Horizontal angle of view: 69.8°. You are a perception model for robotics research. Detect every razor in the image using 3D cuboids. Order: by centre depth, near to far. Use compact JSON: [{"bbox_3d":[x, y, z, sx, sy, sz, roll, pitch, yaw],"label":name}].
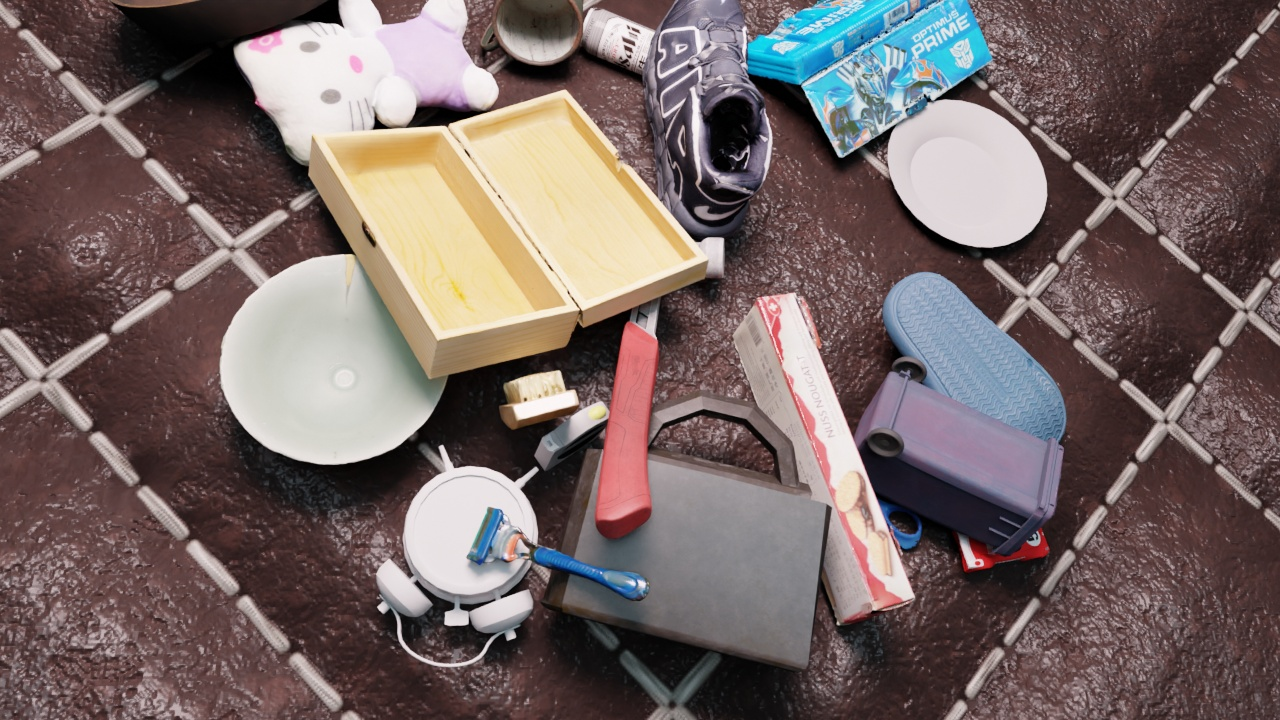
[{"bbox_3d":[-0.057,0.146,0.659,0.141,0.018,0.043,15,70,21],"label":"razor"}]

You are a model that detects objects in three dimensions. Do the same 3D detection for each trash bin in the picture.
[{"bbox_3d":[0.266,0.085,0.774,0.161,0.092,0.093,26,50,8],"label":"trash bin"}]

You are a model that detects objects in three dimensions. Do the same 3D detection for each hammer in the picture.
[{"bbox_3d":[-0.004,0.004,0.734,0.126,0.036,0.314,1,45,8],"label":"hammer"}]

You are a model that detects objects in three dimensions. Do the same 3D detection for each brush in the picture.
[{"bbox_3d":[-0.084,0.030,0.727,0.049,0.117,0.039,-13,92,-14],"label":"brush"}]

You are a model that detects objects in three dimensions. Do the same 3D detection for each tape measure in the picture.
[{"bbox_3d":[-0.055,0.061,0.751,0.064,0.064,0.017,-32,78,-24],"label":"tape measure"}]

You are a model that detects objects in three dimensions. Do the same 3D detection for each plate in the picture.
[{"bbox_3d":[0.332,-0.189,0.943,0.172,0.019,0.172,4,69,-9],"label":"plate"}]

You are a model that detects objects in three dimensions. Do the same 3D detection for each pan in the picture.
[{"bbox_3d":[-0.325,-0.389,0.851,0.249,0.043,0.354,7,47,21],"label":"pan"}]

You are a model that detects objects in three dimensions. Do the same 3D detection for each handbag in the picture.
[{"bbox_3d":[0.045,0.121,0.726,0.197,0.102,0.199,14,75,4],"label":"handbag"}]

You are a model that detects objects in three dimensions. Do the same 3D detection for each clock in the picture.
[{"bbox_3d":[-0.136,0.153,0.707,0.120,0.061,0.159,14,72,-5],"label":"clock"}]

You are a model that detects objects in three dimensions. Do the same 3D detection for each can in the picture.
[{"bbox_3d":[-0.005,-0.311,0.913,0.106,0.044,0.043,22,67,-2],"label":"can"}]

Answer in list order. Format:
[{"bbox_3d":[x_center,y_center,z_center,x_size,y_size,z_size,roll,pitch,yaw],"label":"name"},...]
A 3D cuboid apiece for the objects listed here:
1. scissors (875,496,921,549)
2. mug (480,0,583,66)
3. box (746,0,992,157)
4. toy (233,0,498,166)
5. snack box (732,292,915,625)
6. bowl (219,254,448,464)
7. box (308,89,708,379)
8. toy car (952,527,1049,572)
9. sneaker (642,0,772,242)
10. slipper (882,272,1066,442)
[{"bbox_3d":[0.194,0.113,0.809,0.073,0.016,0.134,-22,70,-13],"label":"scissors"},{"bbox_3d":[-0.107,-0.337,0.883,0.111,0.085,0.081,-21,46,23],"label":"mug"},{"bbox_3d":[0.242,-0.331,0.942,0.243,0.075,0.167,-35,71,-20],"label":"box"},{"bbox_3d":[-0.244,-0.257,0.823,0.208,0.086,0.137,-23,93,-24],"label":"toy"},{"bbox_3d":[0.150,0.079,0.771,0.044,0.077,0.272,-11,69,-17],"label":"snack box"},{"bbox_3d":[-0.237,0.007,0.736,0.174,0.068,0.174,3,67,-8],"label":"bowl"},{"bbox_3d":[-0.112,-0.120,0.771,0.256,0.076,0.247,-23,60,-23],"label":"box"},{"bbox_3d":[0.316,0.160,0.804,0.089,0.025,0.038,-8,71,-13],"label":"toy car"},{"bbox_3d":[0.068,-0.239,0.818,0.097,0.151,0.252,1,84,-15],"label":"sneaker"},{"bbox_3d":[0.298,0.014,0.840,0.103,0.059,0.213,-44,94,-12],"label":"slipper"}]
